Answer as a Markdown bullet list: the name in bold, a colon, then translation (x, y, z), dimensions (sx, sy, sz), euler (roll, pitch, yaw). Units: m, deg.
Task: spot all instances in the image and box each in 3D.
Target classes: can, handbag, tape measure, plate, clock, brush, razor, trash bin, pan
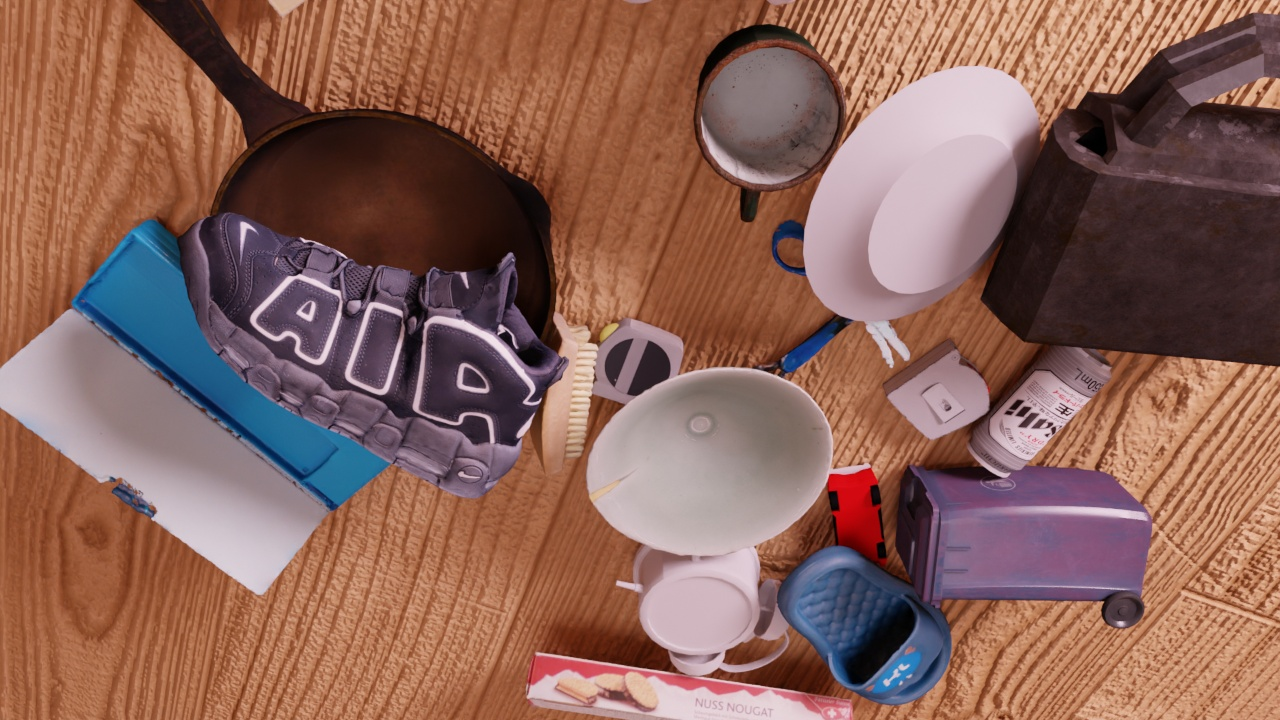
- **can**: translation (0.283, 0.033, 0.655), dimensions (0.044, 0.044, 0.107), euler (29, 116, -11)
- **handbag**: translation (0.331, -0.106, 0.544), dimensions (0.197, 0.102, 0.200), euler (6, 134, 0)
- **tape measure**: translation (0.219, 0.024, 0.668), dimensions (0.060, 0.020, 0.062), euler (-39, 109, 21)
- **plate**: translation (0.181, -0.092, 0.563), dimensions (0.172, 0.019, 0.173), euler (-15, 131, -18)
- **clock**: translation (0.059, 0.199, 0.755), dimensions (0.120, 0.061, 0.159), euler (-33, 116, 18)
- **tape measure**: translation (-0.004, 0.004, 0.675), dimensions (0.064, 0.016, 0.065), euler (18, 118, -6)
- **brush**: translation (-0.058, 0.024, 0.673), dimensions (0.039, 0.049, 0.117), euler (0, 119, -22)
- **razor**: translation (0.120, -0.012, 0.657), dimensions (0.044, 0.018, 0.141), euler (42, 113, -17)
- **trash bin**: translation (0.277, 0.133, 0.682), dimensions (0.161, 0.093, 0.092), euler (0, 109, 2)
- **pan**: translation (-0.200, -0.112, 0.593), dimensions (0.249, 0.043, 0.356), euler (-24, 120, 16)

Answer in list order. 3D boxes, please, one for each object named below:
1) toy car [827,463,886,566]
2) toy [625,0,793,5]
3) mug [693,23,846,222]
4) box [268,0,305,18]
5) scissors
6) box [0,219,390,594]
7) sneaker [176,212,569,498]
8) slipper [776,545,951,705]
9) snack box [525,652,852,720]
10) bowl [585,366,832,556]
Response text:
- **toy car**: translation (0.170, 0.126, 0.723), dimensions (0.038, 0.025, 0.089), euler (-10, 119, 7)
- **toy**: translation (0.083, -0.250, 0.487), dimensions (0.209, 0.085, 0.137), euler (-3, 85, 13)
- **mug**: translation (0.073, -0.142, 0.555), dimensions (0.085, 0.081, 0.111), euler (8, 118, 0)
- **box**: translation (-0.170, -0.355, 0.468), dimensions (0.247, 0.076, 0.257), euler (-26, 107, 20)
- **scissors**: translation (0.142, -0.046, 0.629), dimensions (0.073, 0.016, 0.134), euler (-27, 103, 15)
- **box**: translation (-0.319, 0.036, 0.685), dimensions (0.243, 0.075, 0.166), euler (45, 83, -18)
- **sneaker**: translation (-0.148, -0.029, 0.569), dimensions (0.252, 0.097, 0.151), euler (38, 112, -23)
- **slipper**: translation (0.189, 0.220, 0.737), dimensions (0.104, 0.059, 0.213), euler (-40, 123, 6)
- **snack box**: translation (0.040, 0.294, 0.793), dimensions (0.273, 0.044, 0.077), euler (8, 154, 1)
- **bowl**: translation (0.047, 0.058, 0.669), dimensions (0.174, 0.067, 0.174), euler (-2, 124, -3)
